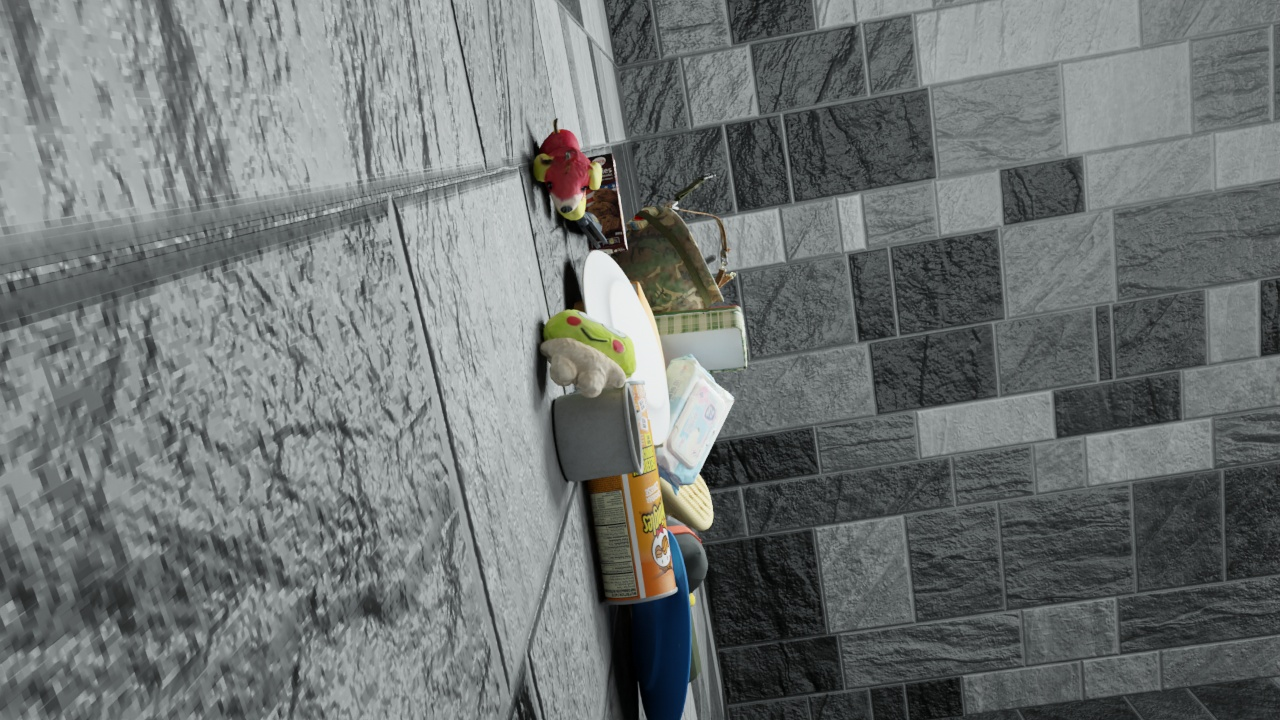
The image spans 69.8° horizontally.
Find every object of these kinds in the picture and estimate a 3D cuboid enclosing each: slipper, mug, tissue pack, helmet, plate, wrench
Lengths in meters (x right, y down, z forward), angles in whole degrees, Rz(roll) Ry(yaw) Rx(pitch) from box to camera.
[{"bbox_3d":[0.041,0.212,1.545,0.261,0.079,0.111,49,26,-44],"label":"slipper"},{"bbox_3d":[-0.036,0.065,0.848,0.113,0.070,0.084,-64,144,-82],"label":"mug"},{"bbox_3d":[0.059,0.096,1.342,0.112,0.070,0.181,45,62,-38],"label":"tissue pack"},{"bbox_3d":[0.056,-0.165,1.496,0.193,0.236,0.224,60,1,-35],"label":"helmet"},{"bbox_3d":[-0.008,-0.018,1.091,0.242,0.016,0.242,-18,90,-74],"label":"plate"},{"bbox_3d":[-0.069,-0.175,1.163,0.073,0.022,0.273,52,5,-6],"label":"wrench"},{"bbox_3d":[0.013,0.299,1.012,0.224,0.024,0.224,-177,-89,-78],"label":"plate"}]

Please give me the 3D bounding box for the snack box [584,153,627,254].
[{"bbox_3d":[-0.055,-0.226,1.334,0.032,0.051,0.140,61,21,-77],"label":"snack box"}]

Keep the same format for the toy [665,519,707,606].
[{"bbox_3d":[0.036,0.266,1.255,0.097,0.100,0.119,21,19,-36],"label":"toy"}]

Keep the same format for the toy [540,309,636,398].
[{"bbox_3d":[-0.047,-0.004,0.815,0.046,0.092,0.115,-59,-174,27],"label":"toy"}]

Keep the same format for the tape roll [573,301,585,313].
[{"bbox_3d":[-0.055,-0.024,1.071,0.094,0.027,0.094,-7,88,-86],"label":"tape roll"}]

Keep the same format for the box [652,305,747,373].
[{"bbox_3d":[0.062,-0.026,1.437,0.118,0.206,0.050,71,17,-52],"label":"box"}]

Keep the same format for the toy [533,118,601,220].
[{"bbox_3d":[-0.077,-0.199,0.955,0.137,0.067,0.105,-118,-166,-79],"label":"toy"}]

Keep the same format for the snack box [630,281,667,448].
[{"bbox_3d":[-0.007,0.007,1.266,0.194,0.081,0.145,-94,173,-48],"label":"snack box"}]

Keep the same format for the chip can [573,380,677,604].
[{"bbox_3d":[-0.016,0.132,0.934,0.075,0.075,0.215,38,43,-83],"label":"chip can"}]

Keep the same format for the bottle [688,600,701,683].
[{"bbox_3d":[0.027,0.307,1.160,0.071,0.071,0.207,-82,162,-75],"label":"bottle"}]

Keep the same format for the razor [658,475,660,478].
[{"bbox_3d":[-0.006,0.115,1.369,0.088,0.047,0.116,-94,166,-47],"label":"razor"}]
